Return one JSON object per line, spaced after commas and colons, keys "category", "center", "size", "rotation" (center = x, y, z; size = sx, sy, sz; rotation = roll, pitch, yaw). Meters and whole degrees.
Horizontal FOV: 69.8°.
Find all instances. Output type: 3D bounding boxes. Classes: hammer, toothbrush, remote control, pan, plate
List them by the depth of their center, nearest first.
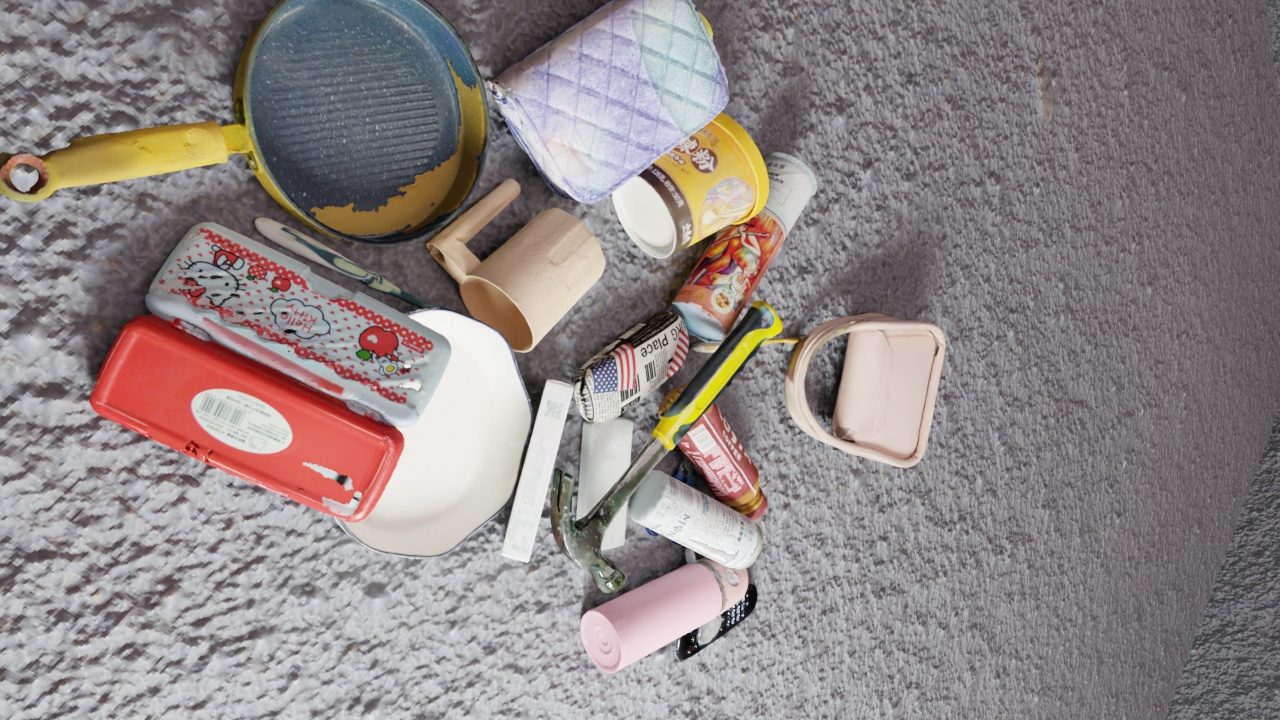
{"category": "pan", "center": [-0.253, -0.160, 0.640], "size": [0.356, 0.078, 0.198], "rotation": [-24, 111, -38]}
{"category": "toothbrush", "center": [-0.216, -0.067, 0.730], "size": [0.191, 0.018, 0.016], "rotation": [29, 75, -41]}
{"category": "plate", "center": [-0.179, 0.058, 0.754], "size": [0.204, 0.046, 0.205], "rotation": [-10, 103, -47]}
{"category": "hammer", "center": [0.032, 0.063, 0.888], "size": [0.322, 0.032, 0.126], "rotation": [-49, 122, -19]}
{"category": "remote control", "center": [-0.037, 0.123, 0.921], "size": [0.056, 0.019, 0.135], "rotation": [-1, 97, -42]}
{"category": "toothbrush", "center": [0.125, -0.016, 1.054], "size": [0.191, 0.016, 0.018], "rotation": [-5, 108, -43]}
{"category": "remote control", "center": [0.084, 0.296, 1.054], "size": [0.136, 0.024, 0.053], "rotation": [-21, 120, -39]}

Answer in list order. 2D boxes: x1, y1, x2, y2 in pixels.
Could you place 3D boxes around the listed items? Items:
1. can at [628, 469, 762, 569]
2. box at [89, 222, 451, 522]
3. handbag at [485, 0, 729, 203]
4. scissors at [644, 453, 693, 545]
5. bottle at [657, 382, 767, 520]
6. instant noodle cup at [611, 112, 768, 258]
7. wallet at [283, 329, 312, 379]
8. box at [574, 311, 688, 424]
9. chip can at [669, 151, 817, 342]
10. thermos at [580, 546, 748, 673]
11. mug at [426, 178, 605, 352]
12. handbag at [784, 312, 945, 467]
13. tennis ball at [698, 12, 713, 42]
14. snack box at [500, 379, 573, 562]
{"category": "can", "center": [0.059, 0.169, 0.963], "size": [0.146, 0.058, 0.058], "rotation": [31, 75, -28]}
{"category": "box", "center": [-0.250, 0.008, 0.637], "size": [0.201, 0.058, 0.161], "rotation": [27, 78, -12]}
{"category": "handbag", "center": [-0.025, -0.237, 0.815], "size": [0.193, 0.075, 0.134], "rotation": [-38, 117, -14]}
{"category": "scissors", "center": [0.057, 0.123, 1.014], "size": [0.172, 0.012, 0.133], "rotation": [-48, 123, -28]}
{"category": "bottle", "center": [0.083, 0.104, 0.989], "size": [0.057, 0.058, 0.175], "rotation": [-49, 122, -26]}
{"category": "instant noodle cup", "center": [0.043, -0.166, 0.893], "size": [0.114, 0.119, 0.118], "rotation": [-35, 119, -24]}
{"category": "wallet", "center": [-0.261, 0.024, 0.702], "size": [0.122, 0.020, 0.096], "rotation": [-54, 132, -25]}
{"category": "box", "center": [-0.008, 0.004, 0.919], "size": [0.163, 0.052, 0.069], "rotation": [-34, 108, -42]}
{"category": "chip can", "center": [0.112, -0.122, 0.988], "size": [0.071, 0.071, 0.214], "rotation": [47, 66, -36]}
{"category": "thermos", "center": [0.028, 0.252, 0.975], "size": [0.198, 0.067, 0.087], "rotation": [-16, 78, -40]}
{"category": "mug", "center": [-0.106, -0.086, 0.797], "size": [0.124, 0.084, 0.103], "rotation": [46, 61, -7]}
{"category": "handbag", "center": [0.272, 0.031, 1.154], "size": [0.233, 0.093, 0.193], "rotation": [7, 92, -38]}
{"category": "tennis ball", "center": [0.038, -0.312, 0.895], "size": [0.065, 0.066, 0.065], "rotation": [-7, 101, -42]}
{"category": "snack box", "center": [-0.092, 0.097, 0.825], "size": [0.027, 0.085, 0.156], "rotation": [15, 84, -4]}
